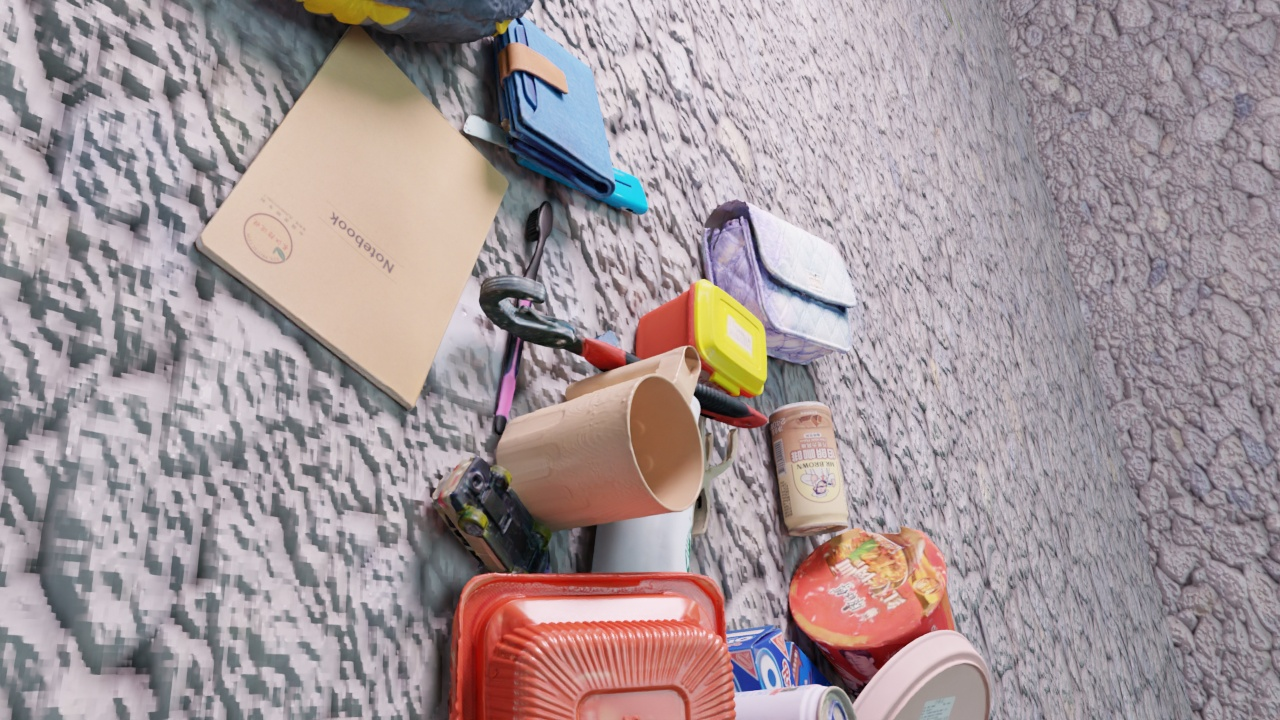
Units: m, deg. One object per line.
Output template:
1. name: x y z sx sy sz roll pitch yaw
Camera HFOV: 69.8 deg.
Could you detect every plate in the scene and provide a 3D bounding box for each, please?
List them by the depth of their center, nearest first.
1. plate: 0.218 0.329 0.742 0.228 0.028 0.230 -14 113 -37

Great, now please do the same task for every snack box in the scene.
1. snack box: 0.092 0.302 0.661 0.057 0.058 0.207 0 74 -57
2. snack box: 0.047 -0.007 0.732 0.091 0.080 0.081 33 47 -42
3. snack box: 0.149 0.313 0.761 0.157 0.026 0.084 50 38 -27

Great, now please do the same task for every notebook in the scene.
1. notebook: -0.157 -0.092 0.555 0.148 0.008 0.207 45 41 -32

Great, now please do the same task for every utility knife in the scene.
1. utility knife: -0.061 -0.151 0.710 0.198 0.018 0.034 11 65 -50

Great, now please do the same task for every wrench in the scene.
1. wrench: -0.004 0.004 0.646 0.273 0.056 0.016 28 59 -40

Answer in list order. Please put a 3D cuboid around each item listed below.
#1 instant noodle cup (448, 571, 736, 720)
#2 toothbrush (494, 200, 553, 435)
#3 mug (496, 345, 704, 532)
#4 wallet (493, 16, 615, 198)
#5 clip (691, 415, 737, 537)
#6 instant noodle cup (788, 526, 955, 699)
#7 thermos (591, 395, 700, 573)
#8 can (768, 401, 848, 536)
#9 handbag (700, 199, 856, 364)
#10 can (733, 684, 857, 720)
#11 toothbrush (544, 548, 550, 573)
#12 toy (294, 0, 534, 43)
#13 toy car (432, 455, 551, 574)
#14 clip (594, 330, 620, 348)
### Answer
1. instant noodle cup: -0.016 0.205 0.484 0.164 0.079 0.188 3 74 -20
2. toothbrush: -0.082 -0.034 0.629 0.014 0.018 0.188 35 51 -39
3. mug: -0.021 0.047 0.584 0.084 0.104 0.124 53 36 -30
4. wallet: -0.066 -0.196 0.693 0.106 0.040 0.133 25 42 -45
5. clip: 0.054 0.089 0.736 0.092 0.035 0.103 9 71 -51
6. instant noodle cup: 0.212 0.232 0.805 0.108 0.138 0.137 63 34 -26
7. thermos: 0.004 0.127 0.613 0.073 0.073 0.223 37 47 -39
8. can: 0.155 0.100 0.848 0.058 0.059 0.116 18 59 -49
9. handbag: 0.144 -0.073 0.905 0.193 0.076 0.134 11 65 -53
10. can: 0.069 0.240 0.588 0.053 0.135 0.053 29 51 -43
11. toothbrush: -0.057 0.203 0.540 0.016 0.014 0.188 35 47 -51
12. toy: -0.138 -0.277 0.615 0.138 0.092 0.355 36 38 0
13. toy car: -0.084 0.098 0.535 0.090 0.035 0.042 59 37 -29
14. clip: -0.016 0.005 0.693 0.057 0.031 0.025 62 33 -3
